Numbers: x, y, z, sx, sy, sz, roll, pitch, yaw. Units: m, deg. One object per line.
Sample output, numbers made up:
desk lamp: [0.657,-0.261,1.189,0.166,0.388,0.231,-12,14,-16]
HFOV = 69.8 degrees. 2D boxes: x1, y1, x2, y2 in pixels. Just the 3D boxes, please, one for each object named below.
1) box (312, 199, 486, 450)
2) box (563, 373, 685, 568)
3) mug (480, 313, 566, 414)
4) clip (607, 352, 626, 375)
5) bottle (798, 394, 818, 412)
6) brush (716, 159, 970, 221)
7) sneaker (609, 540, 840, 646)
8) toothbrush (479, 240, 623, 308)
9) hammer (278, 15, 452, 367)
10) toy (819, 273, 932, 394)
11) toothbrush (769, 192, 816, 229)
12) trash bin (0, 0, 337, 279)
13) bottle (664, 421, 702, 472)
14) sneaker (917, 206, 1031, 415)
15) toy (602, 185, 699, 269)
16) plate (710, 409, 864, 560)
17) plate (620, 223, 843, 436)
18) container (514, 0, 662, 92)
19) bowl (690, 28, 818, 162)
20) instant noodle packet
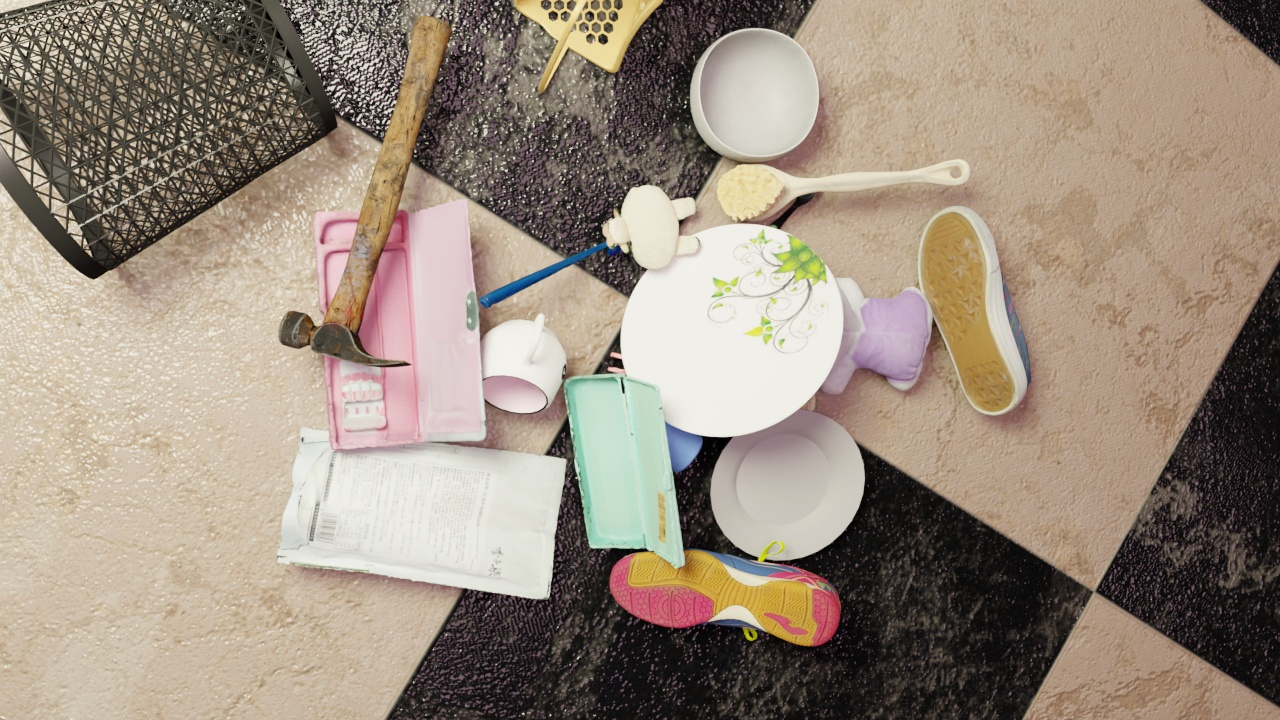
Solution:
box: [-0.229,-0.032,0.892,0.173,0.075,0.233,-3,90,6]
box: [-0.011,0.107,0.922,0.056,0.138,0.187,-24,111,-50]
mug: [-0.113,-0.005,0.900,0.090,0.124,0.076,18,55,-12]
clip: [-0.004,-0.001,0.972,0.059,0.023,0.041,20,87,-17]
bottle: [0.137,0.038,0.992,0.110,0.043,0.042,17,90,-13]
brush: [0.214,-0.185,0.961,0.272,0.077,0.062,-6,107,-3]
sneaker: [0.089,0.249,0.980,0.242,0.091,0.116,9,101,10]
toothbrush: [-0.081,-0.089,0.910,0.189,0.016,0.017,-30,108,-38]
hammer: [-0.228,-0.157,0.848,0.120,0.033,0.330,16,87,2]
toy: [0.217,-0.030,0.985,0.209,0.085,0.137,8,93,-17]
toothbrush: [0.130,-0.128,0.994,0.014,0.017,0.188,44,86,-2]
trash bin: [-0.413,-0.223,0.788,0.243,0.217,0.217,-31,99,-15]
bottle: [0.002,0.061,0.962,0.131,0.048,0.048,39,85,-11]
sneaker: [0.380,-0.059,1.029,0.079,0.088,0.235,-20,95,-45]
toy: [0.008,-0.137,0.950,0.112,0.050,0.087,-12,94,-17]
plate: [0.159,0.135,1.004,0.172,0.019,0.173,-2,104,-9]
plate: [0.092,-0.030,0.936,0.230,0.030,0.229,-7,69,18]
container: [-0.051,-0.347,0.858,0.129,0.184,0.167,28,79,-12]
bowl: [0.114,-0.272,0.956,0.131,0.064,0.132,-1,93,-12]
instant noodle packet: [-0.215,0.152,0.925,0.269,0.057,0.146,11,78,-16]
